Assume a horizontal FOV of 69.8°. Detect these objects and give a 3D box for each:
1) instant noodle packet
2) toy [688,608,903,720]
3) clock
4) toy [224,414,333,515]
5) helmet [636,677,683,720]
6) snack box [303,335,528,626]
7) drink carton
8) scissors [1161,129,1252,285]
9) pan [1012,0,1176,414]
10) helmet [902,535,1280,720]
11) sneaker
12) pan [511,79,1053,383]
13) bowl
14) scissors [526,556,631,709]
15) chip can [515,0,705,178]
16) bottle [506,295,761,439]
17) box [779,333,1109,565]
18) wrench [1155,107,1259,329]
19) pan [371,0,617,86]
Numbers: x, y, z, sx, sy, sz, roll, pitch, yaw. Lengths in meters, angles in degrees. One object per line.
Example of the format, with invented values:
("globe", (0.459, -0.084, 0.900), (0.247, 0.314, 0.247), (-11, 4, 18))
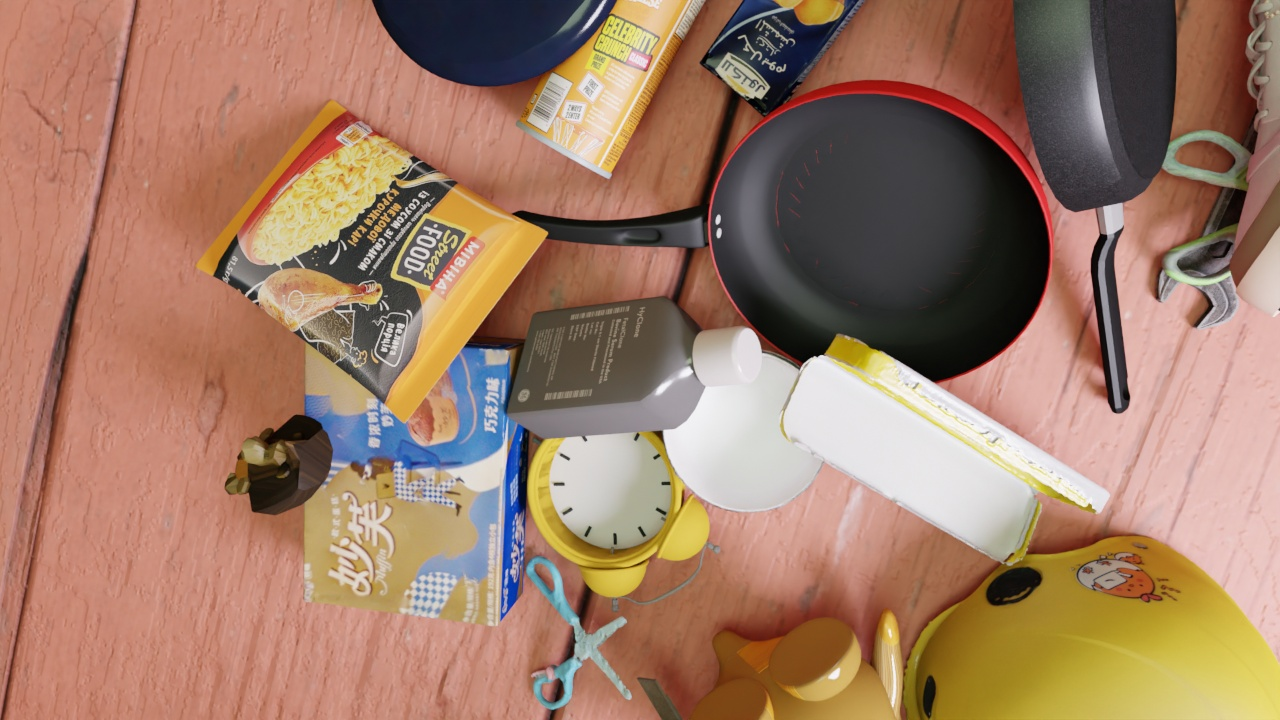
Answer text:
("instant noodle packet", (-0.196, -0.079, 0.653), (0.221, 0.032, 0.159), (33, 82, 20))
("toy", (0.132, 0.289, 0.625), (0.198, 0.162, 0.203), (-35, 102, -6))
("clock", (-0.016, 0.106, 0.676), (0.114, 0.052, 0.152), (-33, 86, 12))
("toy", (-0.260, 0.074, 0.643), (0.100, 0.076, 0.062), (-13, 139, 31))
("helmet", (-0.055, 0.419, 0.637), (0.234, 0.232, 0.253), (-24, 103, 26))
("snack box", (-0.166, 0.082, 0.687), (0.155, 0.069, 0.203), (5, 98, 10))
("drink carton", (0.103, -0.229, 0.603), (0.064, 0.040, 0.130), (41, 118, 3))
("scissors", (0.415, -0.095, 0.588), (0.170, 0.028, 0.139), (15, 95, 11))
("pan", (0.285, -0.122, 0.548), (0.044, 0.203, 0.356), (1, 120, 40))
("helmet", (0.298, 0.238, 0.592), (0.240, 0.139, 0.209), (-21, 93, 12))
("sneaker", (0.395, -0.176, 0.538), (0.116, 0.111, 0.294), (26, 99, 31))
("pan", (0.079, -0.086, 0.605), (0.357, 0.067, 0.209), (10, 131, 23))
("bowl", (0.075, 0.044, 0.645), (0.113, 0.063, 0.113), (1, 97, 9))
("scissors", (-0.056, 0.206, 0.694), (0.135, 0.015, 0.135), (-43, 67, 34))
("chip can", (-0.001, -0.236, 0.618), (0.075, 0.075, 0.215), (31, 101, 5))
("bottle", (-0.004, 0.004, 0.612), (0.174, 0.046, 0.083), (-6, 61, 35))
("box", (0.200, 0.059, 0.587), (0.209, 0.080, 0.079), (30, 75, -15))
("wrench", (0.409, -0.151, 0.593), (0.070, 0.010, 0.273), (21, 100, 7))
("pan", (-0.027, -0.309, 0.575), (0.357, 0.021, 0.198), (-22, 84, 17))
